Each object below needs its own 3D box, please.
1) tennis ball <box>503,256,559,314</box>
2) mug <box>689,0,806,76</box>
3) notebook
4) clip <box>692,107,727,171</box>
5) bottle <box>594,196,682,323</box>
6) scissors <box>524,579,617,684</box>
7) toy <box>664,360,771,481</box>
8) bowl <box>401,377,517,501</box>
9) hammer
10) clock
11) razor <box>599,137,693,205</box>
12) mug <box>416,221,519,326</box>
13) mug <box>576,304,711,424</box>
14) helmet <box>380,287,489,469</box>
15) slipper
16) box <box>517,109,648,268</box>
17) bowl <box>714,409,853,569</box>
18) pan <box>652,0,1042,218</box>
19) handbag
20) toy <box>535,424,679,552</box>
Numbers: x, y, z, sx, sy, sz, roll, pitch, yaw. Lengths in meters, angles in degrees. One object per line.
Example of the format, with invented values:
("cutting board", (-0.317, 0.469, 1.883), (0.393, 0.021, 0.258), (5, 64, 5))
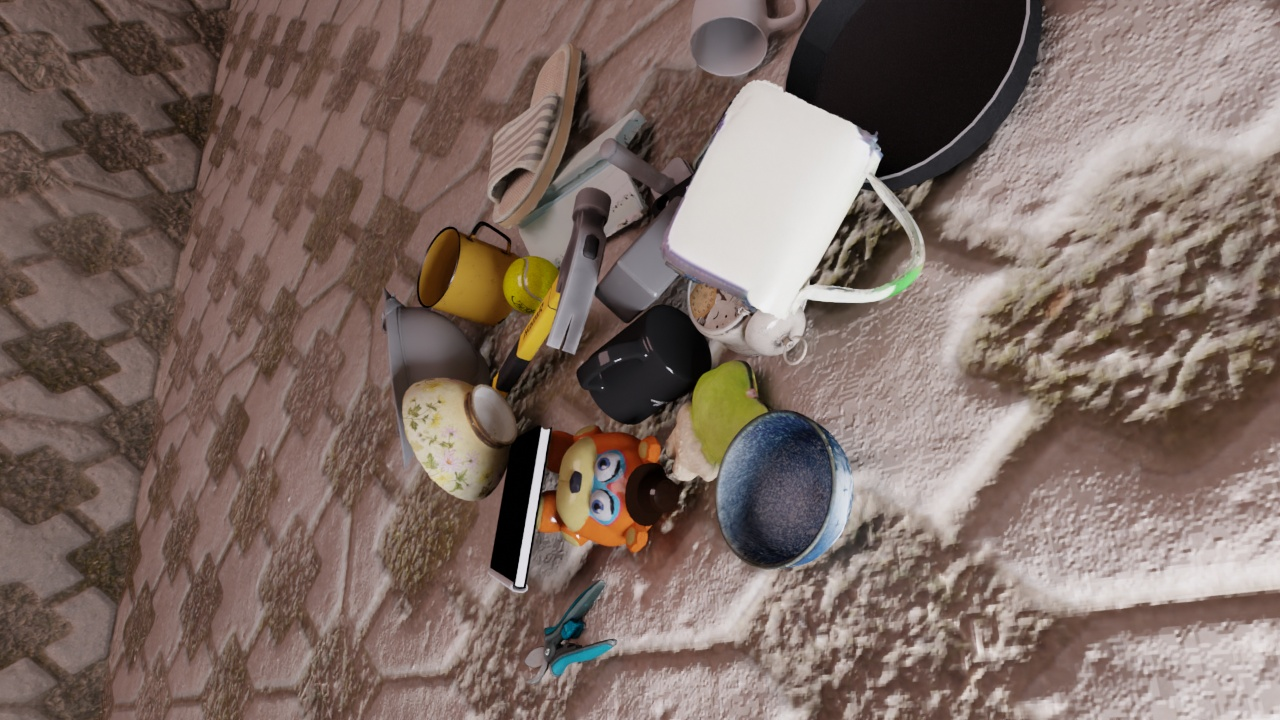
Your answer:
("tennis ball", (-0.120, -0.084, 1.025), (0.066, 0.065, 0.065), (-22, 60, 45))
("mug", (0.101, -0.328, 0.853), (0.107, 0.071, 0.089), (-7, 60, 21))
("notebook", (-0.123, 0.147, 0.916), (0.207, 0.016, 0.149), (150, 129, -73))
("clip", (0.078, -0.204, 0.861), (0.076, 0.023, 0.042), (-58, 39, 16))
("bottle", (0.002, -0.081, 0.838), (0.083, 0.046, 0.174), (-49, 4, -16))
("scissors", (-0.066, 0.264, 0.868), (0.124, 0.019, 0.156), (24, 98, 54))
("toy", (0.061, 0.058, 0.768), (0.118, 0.043, 0.092), (-48, 48, 34))
("bowl", (-0.176, 0.069, 0.966), (0.063, 0.145, 0.145), (-31, 52, 20))
("hammer", (-0.110, -0.024, 0.955), (0.326, 0.034, 0.169), (131, 152, -52))
("clock", (0.091, -0.049, 0.755), (0.103, 0.061, 0.156), (-56, 39, 21))
("razor", (0.007, -0.173, 0.859), (0.047, 0.116, 0.088), (-44, 46, 23))
("mug", (-0.198, -0.108, 1.107), (0.124, 0.094, 0.100), (-56, 39, 20))
("mug", (-0.005, 0.005, 0.812), (0.088, 0.113, 0.078), (-37, 68, 38))
("helmet", (-0.245, 0.012, 1.114), (0.271, 0.117, 0.184), (-114, 22, -52))
("slipper", (-0.125, -0.273, 1.076), (0.115, 0.054, 0.272), (-21, 46, 43))
("box", (-0.062, -0.183, 1.014), (0.198, 0.074, 0.126), (-22, 80, 49))
("bowl", (0.115, 0.098, 0.672), (0.115, 0.060, 0.114), (-25, 56, 45))
("pan", (0.147, -0.197, 0.739), (0.357, 0.044, 0.203), (-28, 58, 39))
("handbag", (0.122, -0.098, 0.663), (0.176, 0.074, 0.151), (30, 99, 24))
("toy", (-0.032, 0.115, 0.831), (0.176, 0.096, 0.112), (-2, 76, 39))
